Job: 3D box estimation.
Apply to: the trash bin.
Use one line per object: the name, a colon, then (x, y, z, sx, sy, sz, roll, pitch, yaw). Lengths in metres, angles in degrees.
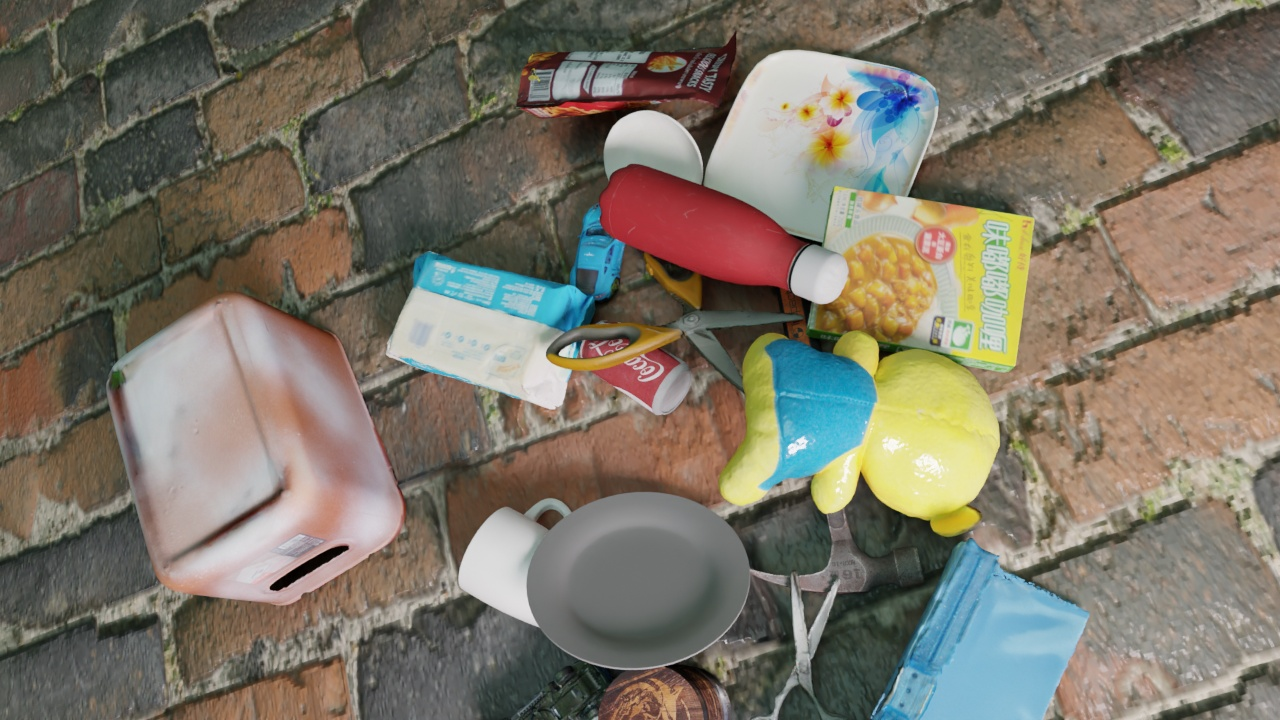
trash bin: (-0.371, 0.082, 0.875, 0.182, 0.157, 0.259, -31, 66, 7)

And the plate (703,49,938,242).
plate: (0.166, -0.197, 0.850, 0.187, 0.016, 0.186, 19, 78, 21)

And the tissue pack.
tissue pack: (-0.150, -0.032, 0.885, 0.209, 0.066, 0.117, 16, 80, 23)

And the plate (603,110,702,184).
plate: (0.016, -0.189, 0.876, 0.104, 0.104, 0.026, 15, 34, 24)

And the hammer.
hammer: (0.137, 0.042, 0.783, 0.138, 0.035, 0.314, -13, 69, 15)

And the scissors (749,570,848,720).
scissors: (0.115, 0.246, 0.721, 0.147, 0.014, 0.141, -27, 83, 13)

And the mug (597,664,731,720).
mug: (0.029, 0.290, 0.701, 0.080, 0.107, 0.115, -27, 67, 9)

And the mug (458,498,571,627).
mug: (-0.089, 0.172, 0.802, 0.088, 0.081, 0.114, 25, 52, 18)

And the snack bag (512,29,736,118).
snack bag: (-0.012, -0.280, 0.898, 0.208, 0.067, 0.138, -2, 37, 20)

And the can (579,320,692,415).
can: (-0.005, 0.005, 0.830, 0.096, 0.054, 0.054, 33, 86, 24)

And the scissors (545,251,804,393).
scissors: (0.021, -0.036, 0.805, 0.229, 0.016, 0.225, -22, 47, -8)

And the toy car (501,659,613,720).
toy car: (-0.070, 0.301, 0.766, 0.120, 0.043, 0.056, -42, 66, 1)

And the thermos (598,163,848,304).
thermos: (0.070, -0.106, 0.793, 0.240, 0.073, 0.073, 27, 83, 33)

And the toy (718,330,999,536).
toy: (0.176, 0.051, 0.698, 0.214, 0.084, 0.148, 11, 75, -4)

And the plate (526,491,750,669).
plate: (-0.002, 0.173, 0.736, 0.178, 0.012, 0.178, -3, 37, 2)

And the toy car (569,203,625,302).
toy car: (-0.040, -0.108, 0.889, 0.048, 0.032, 0.105, 8, 75, 21)

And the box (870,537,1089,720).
box: (0.230, 0.256, 0.655, 0.112, 0.094, 0.231, 26, 83, 21)

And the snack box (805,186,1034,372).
snack box: (0.233, -0.070, 0.769, 0.168, 0.027, 0.131, 11, 77, 8)
